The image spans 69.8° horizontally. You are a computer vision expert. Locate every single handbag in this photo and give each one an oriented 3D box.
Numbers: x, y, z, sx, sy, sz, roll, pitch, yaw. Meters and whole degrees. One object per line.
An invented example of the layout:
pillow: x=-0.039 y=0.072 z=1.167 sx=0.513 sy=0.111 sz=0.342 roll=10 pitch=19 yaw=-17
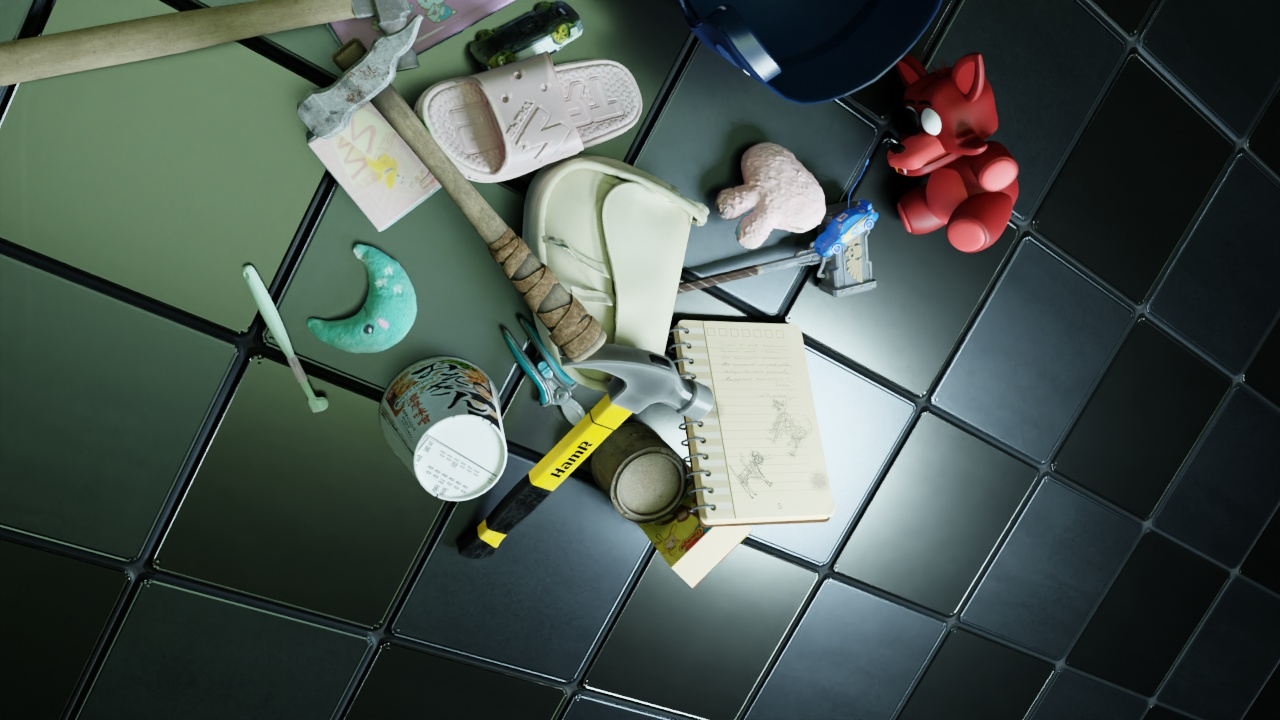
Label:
handbag: x=-0.024 y=-0.075 z=0.888 sx=0.184 sy=0.132 sz=0.229 roll=6 pitch=104 yaw=-15

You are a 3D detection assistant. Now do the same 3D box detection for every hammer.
hammer: x=-0.357 y=-0.271 z=0.751 sx=0.331 sy=0.030 sz=0.119 roll=-13 pitch=107 yaw=-6
hammer: x=0.103 y=-0.093 z=0.997 sx=0.321 sy=0.044 sz=0.098 roll=-14 pitch=112 yaw=-13
hammer: x=-0.086 y=0.103 z=0.928 sx=0.169 sy=0.034 sz=0.325 roll=25 pitch=121 yaw=-35
hammer: x=-0.135 y=-0.126 z=0.761 sx=0.121 sy=0.049 sz=0.319 roll=-37 pitch=111 yaw=4

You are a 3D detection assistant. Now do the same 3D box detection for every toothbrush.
toothbrush: x=-0.336 y=-0.019 z=0.865 sx=0.022 sy=0.015 sz=0.155 roll=-12 pitch=114 yaw=17

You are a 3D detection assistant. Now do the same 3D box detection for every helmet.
helmet: x=0.123 y=-0.384 z=0.798 sx=0.232 sy=0.223 sz=0.272 roll=-34 pitch=147 yaw=7

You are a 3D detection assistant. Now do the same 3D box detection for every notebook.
notebook: x=0.117 y=0.063 z=0.986 sx=0.167 sy=0.024 sz=0.225 roll=2 pitch=67 yaw=-22

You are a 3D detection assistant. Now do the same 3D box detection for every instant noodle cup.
instant noodle cup: x=-0.185 y=0.072 z=0.892 sx=0.123 sy=0.122 sz=0.124 roll=-6 pitch=109 yaw=-19

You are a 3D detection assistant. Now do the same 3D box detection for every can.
can: x=-0.001 y=0.123 z=1.006 sx=0.089 sy=0.074 sz=0.090 roll=-6 pitch=109 yaw=-19

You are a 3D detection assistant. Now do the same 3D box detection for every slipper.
slipper: x=-0.083 y=-0.224 z=0.821 sx=0.238 sy=0.065 sz=0.094 roll=-25 pitch=99 yaw=-36

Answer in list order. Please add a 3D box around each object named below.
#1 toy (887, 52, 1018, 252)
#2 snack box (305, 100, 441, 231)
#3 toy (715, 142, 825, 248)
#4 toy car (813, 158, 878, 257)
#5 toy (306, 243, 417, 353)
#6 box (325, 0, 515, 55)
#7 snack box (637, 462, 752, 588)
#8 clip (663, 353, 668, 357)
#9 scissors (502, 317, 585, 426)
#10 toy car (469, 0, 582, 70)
toy: x=0.324 y=-0.225 z=0.970 sx=0.120 sy=0.158 sz=0.197 roll=-24 pitch=113 yaw=-6
snack box: x=-0.232 y=-0.179 z=0.807 sx=0.079 sy=0.093 sz=0.095 roll=-38 pitch=115 yaw=-6
toy: x=0.133 y=-0.170 z=0.964 sx=0.105 sy=0.053 sz=0.108 roll=-36 pitch=91 yaw=-4
toy car: x=0.213 y=-0.159 z=0.964 sx=0.092 sy=0.033 sz=0.062 roll=-37 pitch=121 yaw=-1
toy: x=-0.259 y=-0.050 z=0.876 sx=0.085 sy=0.033 sz=0.105 roll=33 pitch=95 yaw=-16
box: x=-0.173 y=-0.329 z=0.814 sx=0.214 sy=0.033 sz=0.076 roll=-32 pitch=114 yaw=-8
snack box: x=0.053 y=0.179 z=1.017 sx=0.088 sy=0.126 sz=0.040 roll=-44 pitch=117 yaw=-3
clip: x=-0.006 y=0.006 z=0.996 sx=0.076 sy=0.023 sz=0.044 roll=-31 pitch=117 yaw=-7
scissors: x=-0.102 y=0.021 z=0.966 sx=0.138 sy=0.019 sz=0.136 roll=2 pitch=109 yaw=-22
toy car: x=-0.104 y=-0.295 z=0.846 sx=0.105 sy=0.048 sz=0.033 roll=-29 pitch=147 yaw=-11
